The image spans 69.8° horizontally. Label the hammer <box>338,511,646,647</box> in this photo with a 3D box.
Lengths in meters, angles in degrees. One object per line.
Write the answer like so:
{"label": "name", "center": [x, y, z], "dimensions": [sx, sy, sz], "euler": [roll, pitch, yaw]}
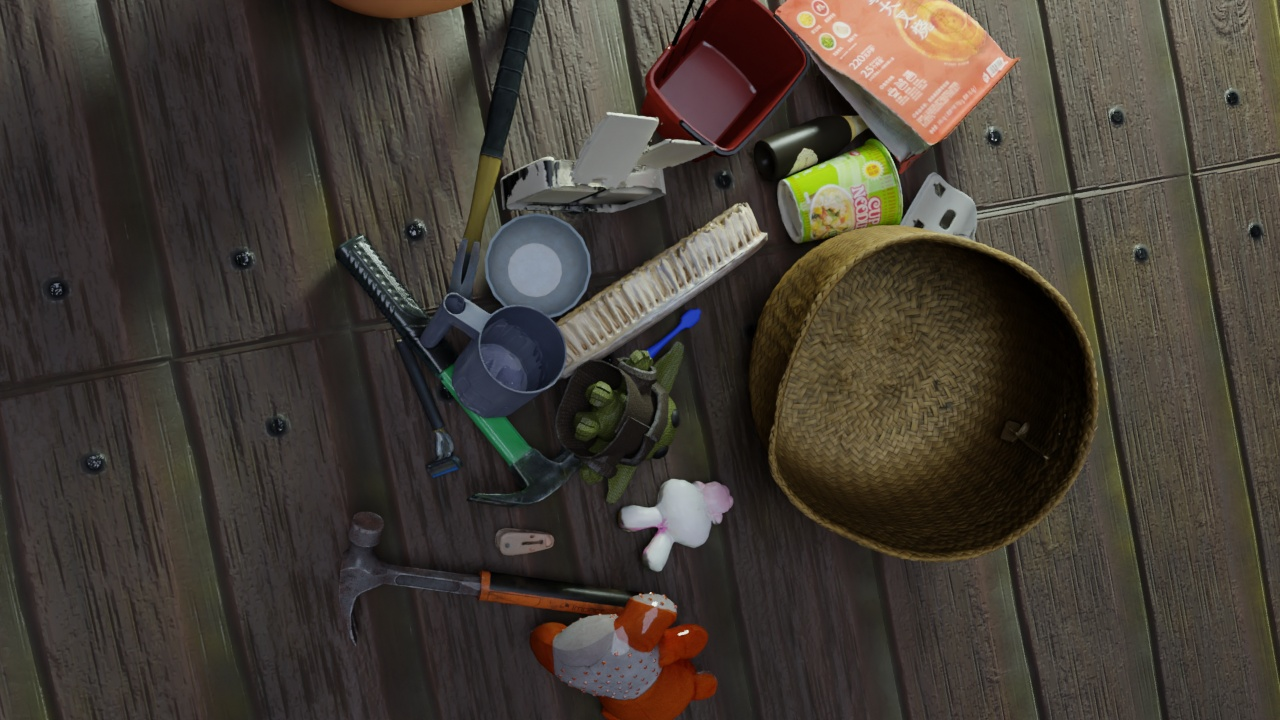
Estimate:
{"label": "hammer", "center": [-0.141, 0.238, 0.916], "dimensions": [0.314, 0.035, 0.138], "euler": [13, 112, -18]}

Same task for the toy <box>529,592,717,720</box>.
{"label": "toy", "center": [-0.009, 0.300, 0.914], "dimensions": [0.164, 0.092, 0.172], "euler": [-24, 128, 19]}

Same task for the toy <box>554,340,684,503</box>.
{"label": "toy", "center": [-0.016, 0.057, 0.902], "dimensions": [0.078, 0.152, 0.179], "euler": [25, 92, 33]}

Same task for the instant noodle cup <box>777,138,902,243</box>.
{"label": "instant noodle cup", "center": [0.209, -0.173, 0.977], "dimensions": [0.108, 0.099, 0.099], "euler": [-18, 93, -4]}

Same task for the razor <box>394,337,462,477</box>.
{"label": "razor", "center": [-0.214, 0.044, 0.921], "dimensions": [0.043, 0.022, 0.144], "euler": [-20, 90, 29]}

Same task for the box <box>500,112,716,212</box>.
{"label": "box", "center": [-0.031, -0.180, 0.863], "dimensions": [0.143, 0.184, 0.050], "euler": [-6, 89, -38]}

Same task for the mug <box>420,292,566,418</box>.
{"label": "mug", "center": [-0.143, -0.006, 0.858], "dimensions": [0.124, 0.104, 0.083], "euler": [32, 62, -13]}

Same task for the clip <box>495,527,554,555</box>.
{"label": "clip", "center": [-0.117, 0.183, 0.930], "dimensions": [0.060, 0.041, 0.024], "euler": [0, 91, -7]}

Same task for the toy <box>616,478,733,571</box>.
{"label": "toy", "center": [0.041, 0.165, 0.964], "dimensions": [0.122, 0.038, 0.079], "euler": [-25, 82, -10]}

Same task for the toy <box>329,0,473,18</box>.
{"label": "toy", "center": [-0.224, -0.436, 0.804], "dimensions": [0.281, 0.262, 0.265], "euler": [-30, 93, 7]}

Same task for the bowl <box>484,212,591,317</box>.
{"label": "bowl", "center": [-0.106, -0.094, 0.934], "dimensions": [0.106, 0.039, 0.106], "euler": [0, 90, -12]}

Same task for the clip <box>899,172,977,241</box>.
{"label": "clip", "center": [0.330, -0.119, 1.027], "dimensions": [0.152, 0.096, 0.126], "euler": [35, 84, -30]}

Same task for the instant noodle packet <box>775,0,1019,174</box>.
{"label": "instant noodle packet", "center": [0.269, -0.338, 0.983], "dimensions": [0.221, 0.084, 0.164], "euler": [46, 71, -1]}

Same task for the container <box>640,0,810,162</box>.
{"label": "container", "center": [0.082, -0.283, 0.892], "dimensions": [0.127, 0.201, 0.148], "euler": [41, 82, -8]}

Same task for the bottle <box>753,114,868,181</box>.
{"label": "bottle", "center": [0.211, -0.247, 0.999], "dimensions": [0.184, 0.045, 0.045], "euler": [-25, 95, -18]}

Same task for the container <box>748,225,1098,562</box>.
{"label": "container", "center": [0.261, 0.020, 0.904], "dimensions": [0.307, 0.196, 0.307], "euler": [0, 105, -1]}

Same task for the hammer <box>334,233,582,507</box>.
{"label": "hammer", "center": [-0.189, 0.010, 0.908], "dimensions": [0.130, 0.032, 0.319], "euler": [-40, 93, -31]}

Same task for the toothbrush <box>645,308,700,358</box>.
{"label": "toothbrush", "center": [-0.006, 0.006, 0.969], "dimensions": [0.182, 0.018, 0.016], "euler": [-41, 97, -6]}

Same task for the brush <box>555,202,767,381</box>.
{"label": "brush", "center": [0.011, -0.070, 0.935], "dimensions": [0.271, 0.083, 0.056], "euler": [-34, 97, -9]}

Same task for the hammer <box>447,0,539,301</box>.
{"label": "hammer", "center": [-0.142, -0.221, 0.901], "dimensions": [0.025, 0.118, 0.332], "euler": [13, 82, -11]}
